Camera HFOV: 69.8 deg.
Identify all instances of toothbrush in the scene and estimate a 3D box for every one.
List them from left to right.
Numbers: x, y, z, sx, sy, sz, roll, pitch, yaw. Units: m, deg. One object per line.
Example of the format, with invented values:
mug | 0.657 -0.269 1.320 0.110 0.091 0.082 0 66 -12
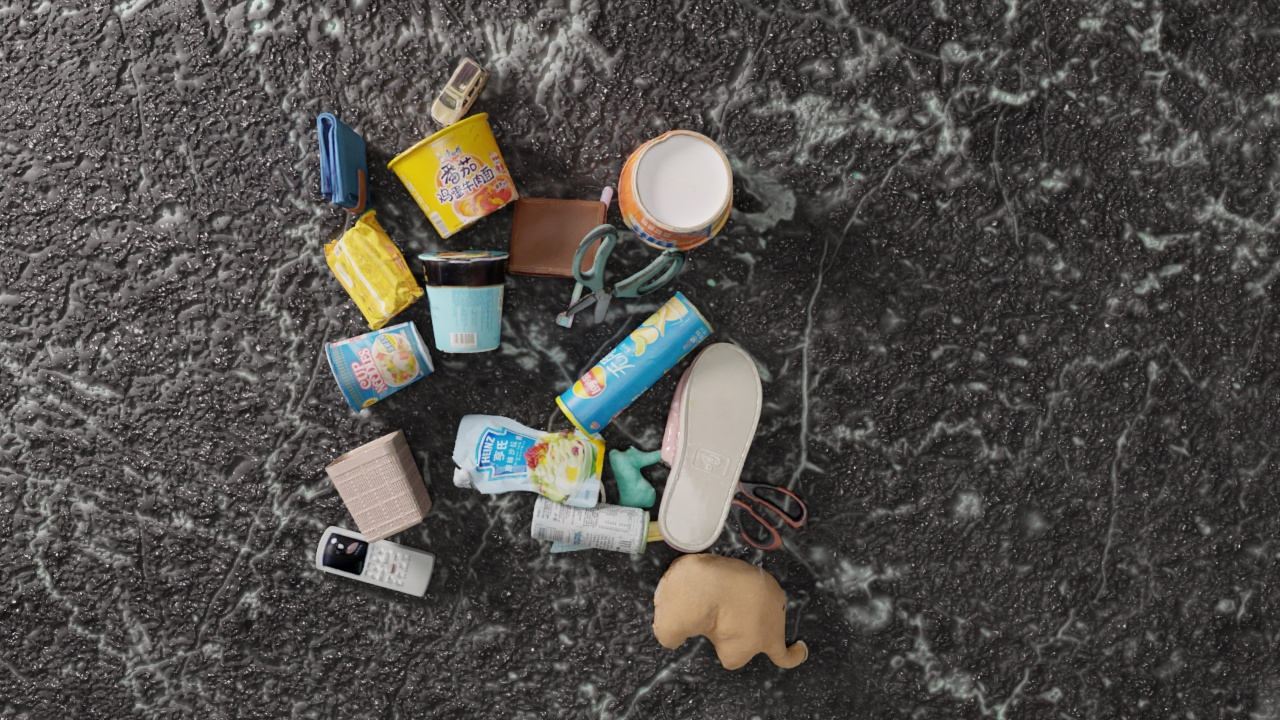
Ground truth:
toothbrush | -0.070 -0.134 1.185 0.029 0.021 0.189 19 91 41

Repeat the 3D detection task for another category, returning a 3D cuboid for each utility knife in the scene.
utility knife | -0.011 0.232 1.214 0.219 0.022 0.031 -7 88 3

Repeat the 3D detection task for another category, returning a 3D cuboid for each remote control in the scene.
remote control | -0.346 0.263 1.199 0.150 0.021 0.058 16 93 -4

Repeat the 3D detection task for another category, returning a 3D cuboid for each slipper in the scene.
slipper | 0.085 0.110 1.179 0.114 0.054 0.274 14 78 -6

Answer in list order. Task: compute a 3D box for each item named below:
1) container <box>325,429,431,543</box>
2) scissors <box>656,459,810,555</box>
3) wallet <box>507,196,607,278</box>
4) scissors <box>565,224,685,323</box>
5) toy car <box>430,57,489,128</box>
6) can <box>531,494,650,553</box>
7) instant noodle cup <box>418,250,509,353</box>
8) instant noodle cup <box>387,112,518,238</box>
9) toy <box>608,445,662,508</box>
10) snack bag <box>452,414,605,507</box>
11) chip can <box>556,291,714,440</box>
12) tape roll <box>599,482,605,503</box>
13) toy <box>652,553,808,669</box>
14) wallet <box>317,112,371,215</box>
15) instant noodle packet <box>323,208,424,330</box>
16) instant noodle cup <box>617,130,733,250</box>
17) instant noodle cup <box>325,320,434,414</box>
container | -0.325 0.160 1.161 0.090 0.090 0.111 -24 97 -1
scissors | 0.116 0.186 1.212 0.207 0.015 0.193 -10 94 -1
wallet | -0.105 -0.156 1.166 0.124 0.032 0.101 5 86 7
scissors | -0.015 -0.112 1.146 0.179 0.171 0.019 -17 54 -22
toy car | -0.231 -0.337 1.159 0.042 0.035 0.090 35 94 -3
can | -0.064 0.209 1.171 0.146 0.058 0.058 9 93 -3
instant noodle cup | -0.218 -0.074 1.148 0.111 0.111 0.120 -1 102 -2
instant noodle cup | -0.221 -0.222 1.123 0.138 0.138 0.110 -29 102 0
toy | -0.007 0.152 1.198 0.096 0.030 0.092 -19 96 8
snack bag | -0.143 0.127 1.170 0.191 0.039 0.110 10 63 -4
chip can | -0.007 0.007 1.169 0.210 0.071 0.071 -41 94 1
tape roll | -0.089 0.180 1.206 0.086 0.014 0.086 0 93 -2
toy | 0.128 0.330 1.194 0.226 0.082 0.143 21 97 -6
wallet | -0.356 -0.233 1.112 0.040 0.133 0.106 -4 93 -2
instant noodle packet | -0.334 -0.113 1.148 0.111 0.044 0.128 -29 94 38
instant noodle cup | 0.047 -0.214 1.137 0.151 0.111 0.151 0 93 -2
instant noodle cup | -0.323 0.001 1.152 0.110 0.099 0.099 -24 94 -8
